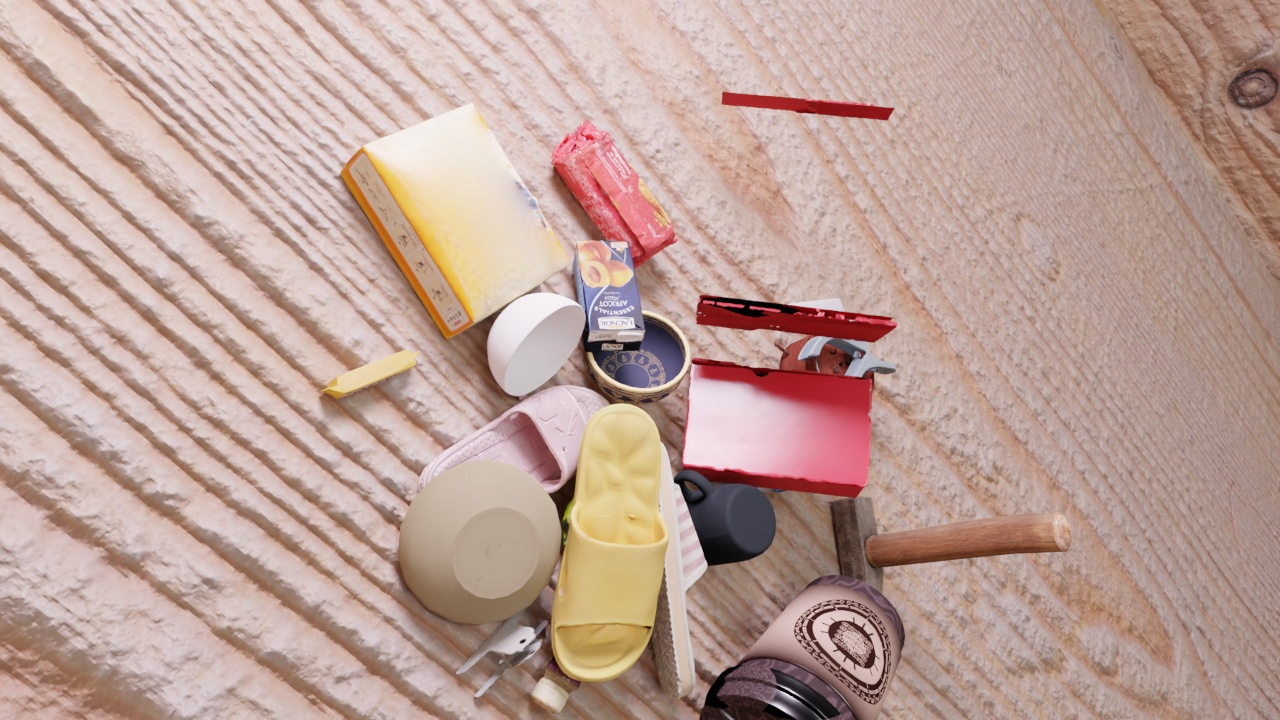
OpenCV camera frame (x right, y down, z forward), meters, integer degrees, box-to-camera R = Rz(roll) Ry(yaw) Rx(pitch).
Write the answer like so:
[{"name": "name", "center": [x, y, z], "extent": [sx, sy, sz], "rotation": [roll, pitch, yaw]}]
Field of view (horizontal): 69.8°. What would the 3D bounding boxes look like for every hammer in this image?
[{"name": "hammer", "center": [0.362, 0.223, 1.085], "extent": [0.037, 0.302, 0.157], "rotation": [6, 71, -38]}]

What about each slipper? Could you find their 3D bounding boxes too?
[{"name": "slipper", "center": [0.033, 0.214, 0.959], "extent": [0.052, 0.115, 0.262], "rotation": [-4, 80, -15]}, {"name": "slipper", "center": [-0.020, 0.167, 0.865], "extent": [0.099, 0.079, 0.263], "rotation": [10, 73, -18]}, {"name": "slipper", "center": [-0.107, 0.087, 0.909], "extent": [0.238, 0.065, 0.094], "rotation": [-27, 93, -40]}]

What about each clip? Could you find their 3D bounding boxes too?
[{"name": "clip", "center": [0.269, 0.013, 1.167], "extent": [0.162, 0.028, 0.112], "rotation": [-16, 85, -40]}, {"name": "clip", "center": [-0.121, 0.262, 0.851], "extent": [0.056, 0.056, 0.101], "rotation": [35, 49, 14]}]

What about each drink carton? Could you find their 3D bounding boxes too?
[{"name": "drink carton", "center": [-0.036, -0.070, 0.997], "extent": [0.064, 0.040, 0.129], "rotation": [-2, 55, -12]}]

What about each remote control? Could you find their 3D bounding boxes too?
[{"name": "remote control", "center": [0.239, -0.067, 1.276], "extent": [0.130, 0.012, 0.033], "rotation": [-9, 81, -40]}]

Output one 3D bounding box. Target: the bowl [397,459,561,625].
[{"name": "bowl", "center": [-0.138, 0.169, 0.830], "extent": [0.152, 0.050, 0.152], "rotation": [-2, 94, -26]}]

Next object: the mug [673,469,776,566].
[{"name": "mug", "center": [0.081, 0.168, 1.013], "extent": [0.121, 0.095, 0.085], "rotation": [52, 50, -13]}]

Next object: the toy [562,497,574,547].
[{"name": "toy", "center": [-0.051, 0.159, 0.944], "extent": [0.093, 0.036, 0.094], "rotation": [-33, 119, -57]}]

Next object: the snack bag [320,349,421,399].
[{"name": "snack bag", "center": [-0.246, 0.012, 0.846], "extent": [0.099, 0.026, 0.020], "rotation": [-27, 92, -43]}]

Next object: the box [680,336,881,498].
[{"name": "box", "center": [0.156, 0.090, 1.162], "extent": [0.217, 0.352, 0.197], "rotation": [7, 70, 2]}]

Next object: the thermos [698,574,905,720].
[{"name": "thermos", "center": [0.188, 0.352, 0.999], "extent": [0.225, 0.173, 0.172], "rotation": [-38, 100, -47]}]

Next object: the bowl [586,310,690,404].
[{"name": "bowl", "center": [-0.006, 0.006, 1.012], "extent": [0.112, 0.061, 0.112], "rotation": [5, 52, -7]}]

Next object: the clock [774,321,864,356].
[{"name": "clock", "center": [0.249, 0.030, 1.212], "extent": [0.120, 0.072, 0.157], "rotation": [-27, 92, -41]}]

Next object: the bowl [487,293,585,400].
[{"name": "bowl", "center": [-0.113, -0.024, 0.924], "extent": [0.050, 0.115, 0.114], "rotation": [39, 46, 19]}]

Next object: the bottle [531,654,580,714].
[{"name": "bottle", "center": [-0.050, 0.264, 0.900], "extent": [0.059, 0.060, 0.165], "rotation": [45, 61, -19]}]

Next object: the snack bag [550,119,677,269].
[{"name": "snack bag", "center": [-0.032, -0.189, 1.056], "extent": [0.176, 0.083, 0.082], "rotation": [54, 50, -11]}]

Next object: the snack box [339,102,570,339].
[{"name": "snack box", "center": [-0.177, -0.144, 0.918], "extent": [0.144, 0.081, 0.195], "rotation": [-38, 100, -40]}]

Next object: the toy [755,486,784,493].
[{"name": "toy", "center": [0.156, 0.105, 1.121], "extent": [0.131, 0.097, 0.124], "rotation": [24, 66, -52]}]
